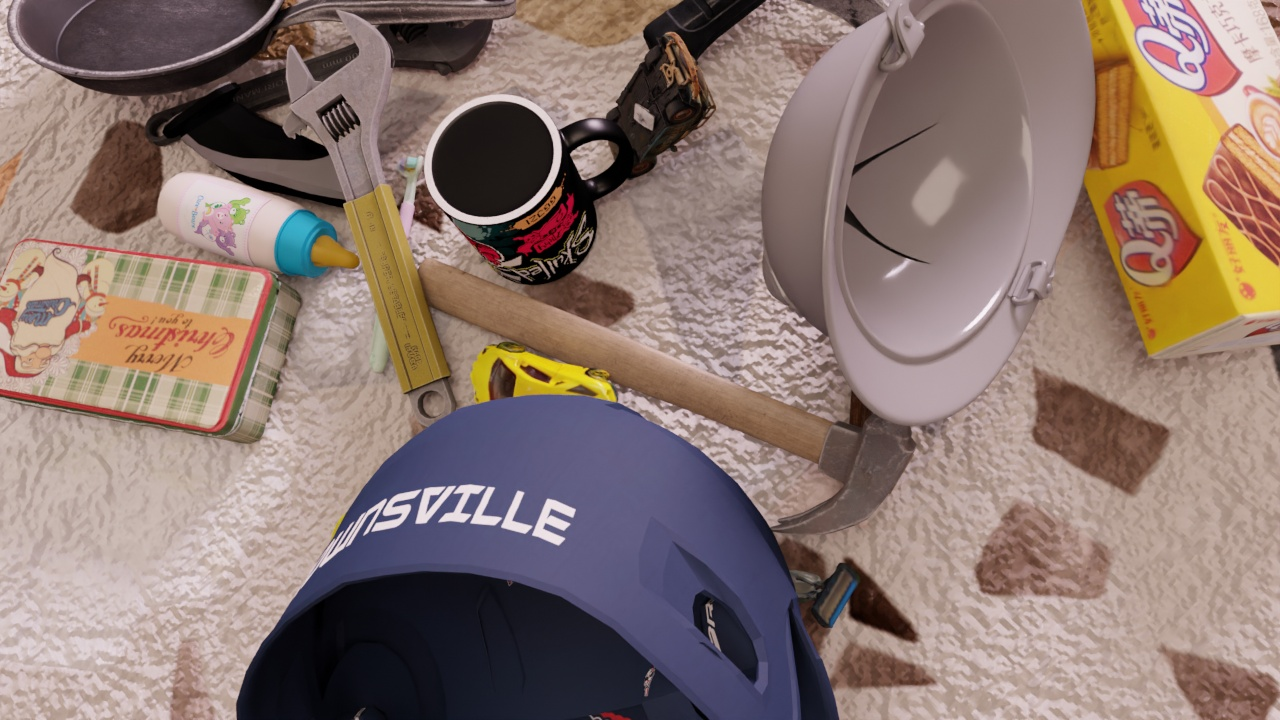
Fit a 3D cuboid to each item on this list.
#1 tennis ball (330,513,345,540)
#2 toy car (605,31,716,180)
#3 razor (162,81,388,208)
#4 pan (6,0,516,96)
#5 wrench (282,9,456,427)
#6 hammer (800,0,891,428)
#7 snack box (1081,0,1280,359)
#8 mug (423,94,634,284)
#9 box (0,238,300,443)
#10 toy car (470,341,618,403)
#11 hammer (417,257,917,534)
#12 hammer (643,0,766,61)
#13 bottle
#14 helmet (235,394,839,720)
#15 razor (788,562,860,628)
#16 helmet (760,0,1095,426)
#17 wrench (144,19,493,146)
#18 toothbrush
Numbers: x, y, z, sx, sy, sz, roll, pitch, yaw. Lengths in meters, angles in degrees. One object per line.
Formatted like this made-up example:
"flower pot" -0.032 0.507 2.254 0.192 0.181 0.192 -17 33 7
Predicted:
"tennis ball" -0.147 0.110 0.538 0.065 0.065 0.065 -3 74 9
"toy car" 0.017 -0.158 0.575 0.047 0.112 0.047 -14 78 -28
"razor" -0.245 -0.139 0.631 0.156 0.057 0.060 30 125 1
"pan" -0.261 -0.246 0.645 0.357 0.055 0.186 6 54 4
"wrench" -0.165 -0.088 0.587 0.084 0.018 0.273 -19 88 6
"hammer" 0.112 -0.092 0.539 0.217 0.037 0.300 8 82 -9
"snack box" 0.305 -0.121 0.508 0.110 0.062 0.230 -6 73 -17
"mug" -0.060 -0.109 0.566 0.118 0.098 0.081 -24 72 2
"box" -0.340 -0.015 0.616 0.206 0.049 0.117 10 78 11
"toy car" -0.060 0.022 0.552 0.107 0.030 0.049 16 109 26
"hammer" -0.003 0.003 0.545 0.331 0.030 0.119 21 109 19
"hammer" 0.142 -0.299 0.587 0.333 0.118 0.025 -37 69 4
"bottle" -0.252 -0.087 0.618 0.146 0.051 0.051 19 79 13
"helmet" -0.029 0.144 0.439 0.233 0.222 0.272 -23 102 17
"razor" 0.054 0.103 0.531 0.144 0.022 0.042 30 44 20
"helmet" 0.125 -0.096 0.470 0.118 0.183 0.270 5 57 49
"wrench" -0.236 -0.208 0.666 0.273 0.018 0.073 -17 72 6
"toothbrush" -0.164 -0.066 0.616 0.022 0.015 0.154 -3 73 29
